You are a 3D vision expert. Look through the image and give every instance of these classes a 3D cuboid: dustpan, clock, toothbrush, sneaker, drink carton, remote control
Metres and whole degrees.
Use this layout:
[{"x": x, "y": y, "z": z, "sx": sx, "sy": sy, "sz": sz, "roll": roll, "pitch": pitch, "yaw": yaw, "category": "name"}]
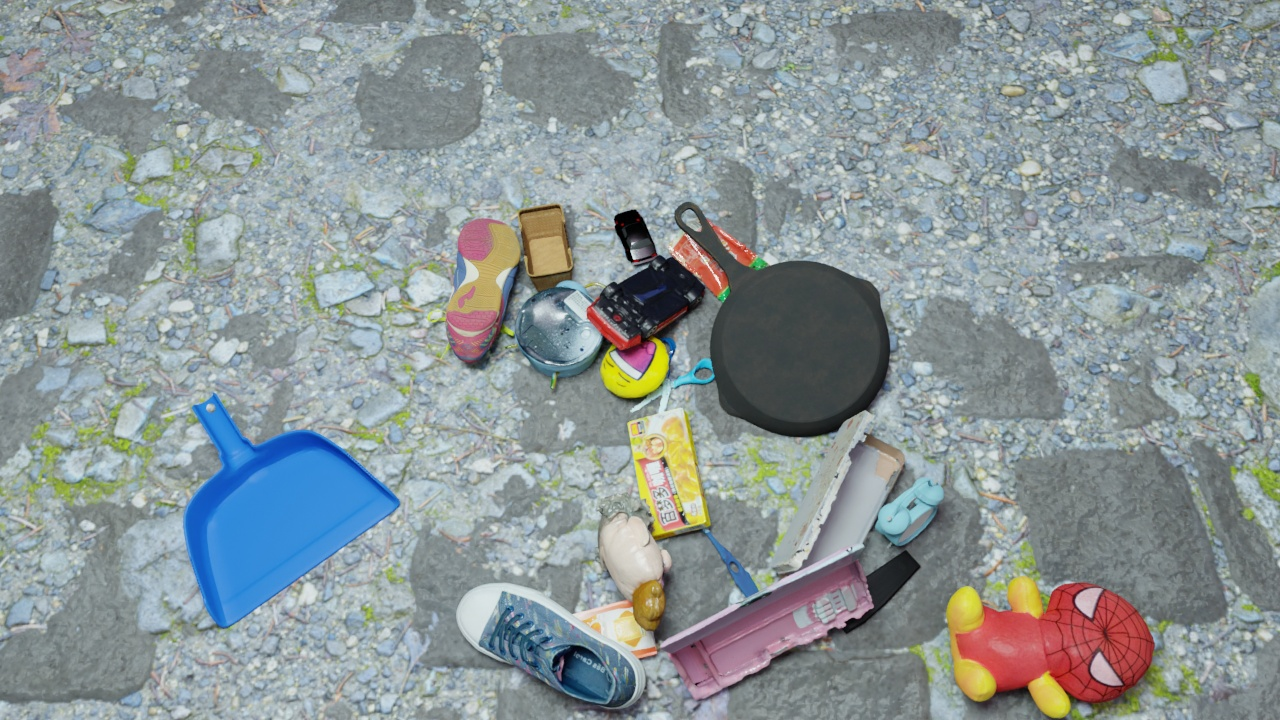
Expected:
[{"x": -0.472, "y": 0.146, "z": 1.130, "sx": 0.245, "sy": 0.060, "sz": 0.257, "roll": -36, "pitch": 68, "yaw": -15, "category": "dustpan"}, {"x": -0.093, "y": -0.045, "z": 1.212, "sx": 0.161, "sy": 0.060, "sz": 0.118, "roll": -41, "pitch": 71, "yaw": -17, "category": "clock"}, {"x": 0.106, "y": 0.240, "z": 1.097, "sx": 0.021, "sy": 0.016, "sz": 0.132, "roll": -28, "pitch": 66, "yaw": -20, "category": "toothbrush"}, {"x": -0.222, "y": -0.097, "z": 1.238, "sx": 0.116, "sy": 0.091, "sz": 0.241, "roll": 5, "pitch": 45, "yaw": -3, "category": "sneaker"}, {"x": -0.107, "y": 0.312, "z": 1.015, "sx": 0.236, "sy": 0.079, "sz": 0.087, "roll": 20, "pitch": 82, "yaw": 19, "category": "sneaker"}, {"x": -0.048, "y": 0.318, "z": 1.056, "sx": 0.122, "sy": 0.039, "sz": 0.069, "roll": -15, "pitch": 66, "yaw": 0, "category": "drink carton"}, {"x": 0.311, "y": 0.172, "z": 1.067, "sx": 0.087, "sy": 0.123, "sz": 0.042, "roll": -34, "pitch": 58, "yaw": -14, "category": "clock"}, {"x": 0.278, "y": 0.270, "z": 1.082, "sx": 0.124, "sy": 0.010, "sz": 0.039, "roll": -35, "pitch": 69, "yaw": -15, "category": "remote control"}]

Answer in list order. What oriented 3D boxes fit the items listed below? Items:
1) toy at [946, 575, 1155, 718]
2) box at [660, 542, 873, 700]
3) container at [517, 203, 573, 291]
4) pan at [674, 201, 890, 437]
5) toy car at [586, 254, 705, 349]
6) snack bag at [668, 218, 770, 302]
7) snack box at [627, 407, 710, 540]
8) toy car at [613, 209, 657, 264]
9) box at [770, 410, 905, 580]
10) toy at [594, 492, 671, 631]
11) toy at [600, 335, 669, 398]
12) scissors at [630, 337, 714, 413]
[{"x": 0.450, "y": 0.313, "z": 1.011, "sx": 0.216, "sy": 0.099, "sz": 0.147, "roll": -1, "pitch": 75, "yaw": 2, "category": "toy"}, {"x": 0.135, "y": 0.268, "z": 0.985, "sx": 0.233, "sy": 0.179, "sz": 0.059, "roll": -26, "pitch": 50, "yaw": -3, "category": "box"}, {"x": -0.128, "y": -0.150, "z": 1.260, "sx": 0.063, "sy": 0.061, "sz": 0.113, "roll": -10, "pitch": 62, "yaw": -4, "category": "container"}, {"x": 0.161, "y": -0.068, "z": 1.168, "sx": 0.249, "sy": 0.043, "sz": 0.356, "roll": -39, "pitch": 82, "yaw": 3, "category": "pan"}, {"x": 0.011, "y": -0.078, "z": 1.201, "sx": 0.081, "sy": 0.056, "sz": 0.188, "roll": 44, "pitch": 46, "yaw": 10, "category": "toy car"}, {"x": 0.116, "y": -0.131, "z": 1.264, "sx": 0.155, "sy": 0.044, "sz": 0.087, "roll": 41, "pitch": 76, "yaw": 13, "category": "snack bag"}, {"x": 0.034, "y": 0.139, "z": 1.130, "sx": 0.075, "sy": 0.025, "sz": 0.152, "roll": -16, "pitch": 64, "yaw": 12, "category": "snack box"}, {"x": -0.008, "y": -0.177, "z": 1.286, "sx": 0.042, "sy": 0.036, "sz": 0.091, "roll": -18, "pitch": 66, "yaw": -8, "category": "toy car"}, {"x": 0.242, "y": 0.179, "z": 1.095, "sx": 0.107, "sy": 0.095, "sz": 0.215, "roll": 38, "pitch": 68, "yaw": -12, "category": "box"}, {"x": -0.003, "y": 0.224, "z": 1.039, "sx": 0.076, "sy": 0.133, "sz": 0.175, "roll": -10, "pitch": 47, "yaw": -14, "category": "toy"}, {"x": -0.007, "y": 0.007, "z": 1.189, "sx": 0.094, "sy": 0.041, "sz": 0.095, "roll": -42, "pitch": 54, "yaw": -5, "category": "toy"}, {"x": 0.030, "y": 0.025, "z": 1.205, "sx": 0.132, "sy": 0.015, "sz": 0.110, "roll": -38, "pitch": 71, "yaw": -9, "category": "scissors"}]
